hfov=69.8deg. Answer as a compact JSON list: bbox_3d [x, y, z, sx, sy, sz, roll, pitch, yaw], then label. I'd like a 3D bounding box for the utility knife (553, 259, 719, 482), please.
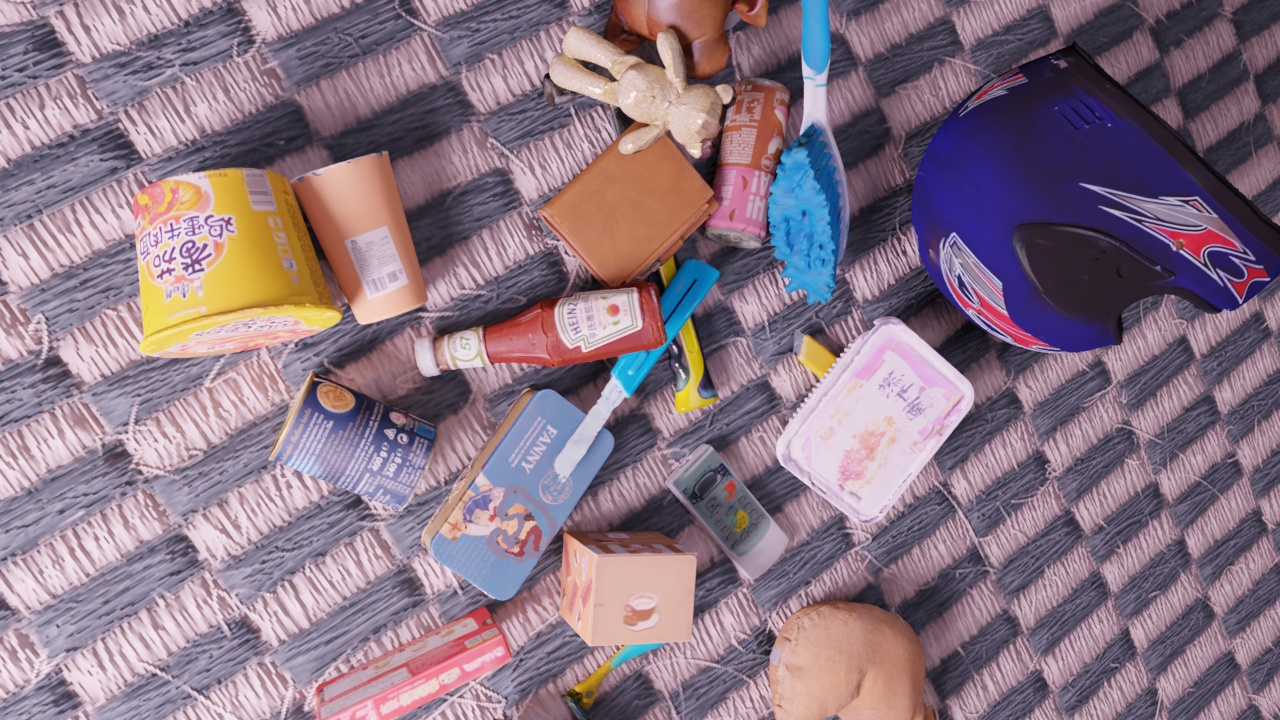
[{"bbox_3d":[-0.005,0.005,0.786,0.034,0.018,0.236,40,71,-15],"label":"utility knife"}]

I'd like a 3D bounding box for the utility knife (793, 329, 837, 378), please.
[{"bbox_3d":[0.210,0.021,0.916,0.164,0.015,0.033,36,82,-17],"label":"utility knife"}]

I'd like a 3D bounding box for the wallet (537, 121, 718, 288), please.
[{"bbox_3d":[-0.006,-0.131,0.791,0.131,0.031,0.108,-45,102,-13],"label":"wallet"}]

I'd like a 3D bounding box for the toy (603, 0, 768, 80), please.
[{"bbox_3d":[0.064,-0.333,0.802,0.140,0.131,0.199,25,67,19],"label":"toy"}]

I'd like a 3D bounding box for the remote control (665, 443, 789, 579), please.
[{"bbox_3d":[0.084,0.144,0.871,0.056,0.019,0.135,-43,105,-15],"label":"remote control"}]

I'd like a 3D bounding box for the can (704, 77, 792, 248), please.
[{"bbox_3d":[0.099,-0.181,0.848,0.058,0.058,0.147,13,87,-20],"label":"can"}]

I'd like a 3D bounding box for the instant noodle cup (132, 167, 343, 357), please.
[{"bbox_3d":[-0.299,-0.070,0.667,0.137,0.138,0.109,-13,86,-20],"label":"instant noodle cup"}]

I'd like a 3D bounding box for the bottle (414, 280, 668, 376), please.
[{"bbox_3d":[-0.082,-0.021,0.759,0.206,0.059,0.060,-10,95,2],"label":"bottle"}]

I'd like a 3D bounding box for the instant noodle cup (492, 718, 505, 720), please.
[{"bbox_3d":[-0.130,0.380,0.760,0.120,0.111,0.111,-43,105,-5],"label":"instant noodle cup"}]

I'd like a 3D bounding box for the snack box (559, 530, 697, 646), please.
[{"bbox_3d":[-0.013,0.195,0.796,0.092,0.094,0.077,4,90,-21],"label":"snack box"}]

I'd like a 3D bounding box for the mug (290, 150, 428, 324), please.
[{"bbox_3d":[-0.216,-0.095,0.727,0.078,0.078,0.123,-23,103,-19],"label":"mug"}]

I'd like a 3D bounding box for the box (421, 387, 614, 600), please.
[{"bbox_3d":[-0.101,0.105,0.780,0.090,0.061,0.184,36,81,-18],"label":"box"}]

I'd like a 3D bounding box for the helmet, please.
[{"bbox_3d":[0.404,-0.123,0.863,0.315,0.246,0.241,35,122,-11],"label":"helmet"}]

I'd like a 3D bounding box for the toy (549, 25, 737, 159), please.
[{"bbox_3d":[-0.001,-0.225,0.762,0.157,0.066,0.105,26,104,3],"label":"toy"}]

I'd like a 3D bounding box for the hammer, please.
[{"bbox_3d":[0.015,-0.112,0.833,0.126,0.032,0.323,-18,97,-18],"label":"hammer"}]

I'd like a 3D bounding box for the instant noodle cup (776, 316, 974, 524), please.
[{"bbox_3d":[0.217,0.054,0.883,0.138,0.060,0.173,38,91,-17],"label":"instant noodle cup"}]

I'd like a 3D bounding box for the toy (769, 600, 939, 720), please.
[{"bbox_3d":[0.228,0.312,0.901,0.226,0.082,0.143,22,88,-22],"label":"toy"}]

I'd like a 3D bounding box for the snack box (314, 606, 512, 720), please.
[{"bbox_3d":[-0.185,0.254,0.744,0.152,0.075,0.025,-22,100,-19],"label":"snack box"}]

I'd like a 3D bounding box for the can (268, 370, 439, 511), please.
[{"bbox_3d":[-0.224,0.065,0.725,0.111,0.075,0.075,27,82,-19],"label":"can"}]

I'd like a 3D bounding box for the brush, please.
[{"bbox_3d":[0.150,-0.207,0.811,0.109,0.061,0.315,-53,141,-42],"label":"brush"}]

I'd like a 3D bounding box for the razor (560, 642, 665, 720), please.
[{"bbox_3d":[-0.011,0.274,0.834,0.132,0.028,0.043,-35,126,-13],"label":"razor"}]
